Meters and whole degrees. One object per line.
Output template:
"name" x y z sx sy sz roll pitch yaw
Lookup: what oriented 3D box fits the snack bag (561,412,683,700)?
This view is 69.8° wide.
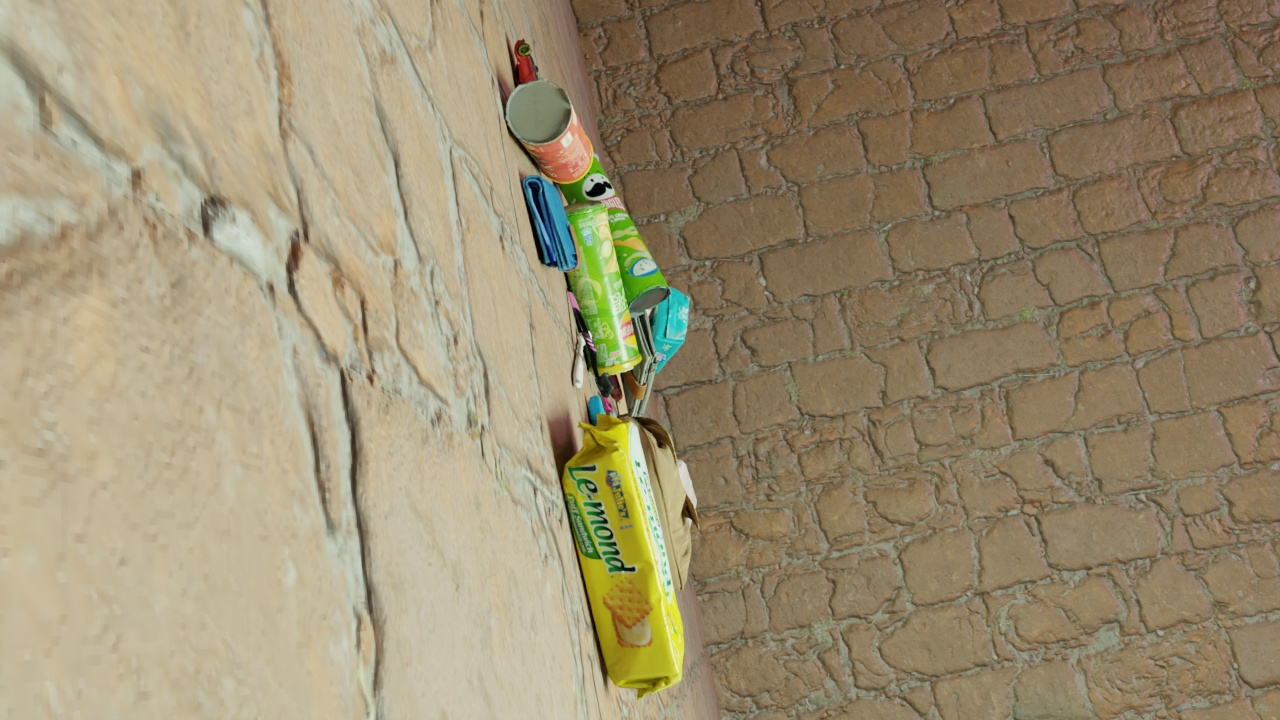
"snack bag" -0.015 0.170 0.835 0.158 0.068 0.246 1 77 -87

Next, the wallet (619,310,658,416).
"wallet" -0.008 0.007 1.285 0.130 0.037 0.106 102 -17 -45

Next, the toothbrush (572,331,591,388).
"toothbrush" -0.069 -0.003 1.085 0.016 0.016 0.180 60 9 -17

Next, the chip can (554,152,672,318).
"chip can" -0.041 -0.175 1.268 0.236 0.072 0.072 62 -2 18

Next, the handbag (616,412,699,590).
"handbag" 0.009 0.164 1.038 0.147 0.100 0.205 -105 -176 -54

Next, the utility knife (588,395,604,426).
"utility knife" -0.036 0.130 1.161 0.034 0.018 0.219 -101 178 -47

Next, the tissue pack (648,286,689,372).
"tissue pack" 0.029 -0.044 1.410 0.134 0.050 0.093 131 -30 -59

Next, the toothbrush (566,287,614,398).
"toothbrush" -0.062 -0.028 1.097 0.014 0.018 0.189 27 30 -41

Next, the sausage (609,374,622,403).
"sausage" -0.051 0.001 1.301 0.020 0.020 0.156 -99 171 -55

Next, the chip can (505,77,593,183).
"chip can" -0.099 -0.253 1.039 0.216 0.073 0.073 -34 112 -87

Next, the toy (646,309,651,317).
"toy" -0.028 -0.102 1.382 0.140 0.131 0.199 47 35 -47

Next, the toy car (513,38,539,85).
"toy car" -0.134 -0.338 1.106 0.049 0.031 0.106 73 2 -69

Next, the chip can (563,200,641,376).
"chip can" -0.056 -0.095 1.187 0.072 0.072 0.221 -91 168 -77

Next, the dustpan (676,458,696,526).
"dustpan" -0.006 0.241 1.399 0.223 0.139 0.272 75 31 -57

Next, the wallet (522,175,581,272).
"wallet" -0.095 -0.148 1.012 0.133 0.040 0.106 -73 146 -83

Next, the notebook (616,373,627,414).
"notebook" -0.036 0.059 1.602 0.148 0.008 0.207 45 32 -86

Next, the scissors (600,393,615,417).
"scissors" -0.042 0.079 1.318 0.134 0.017 0.133 64 9 -77
